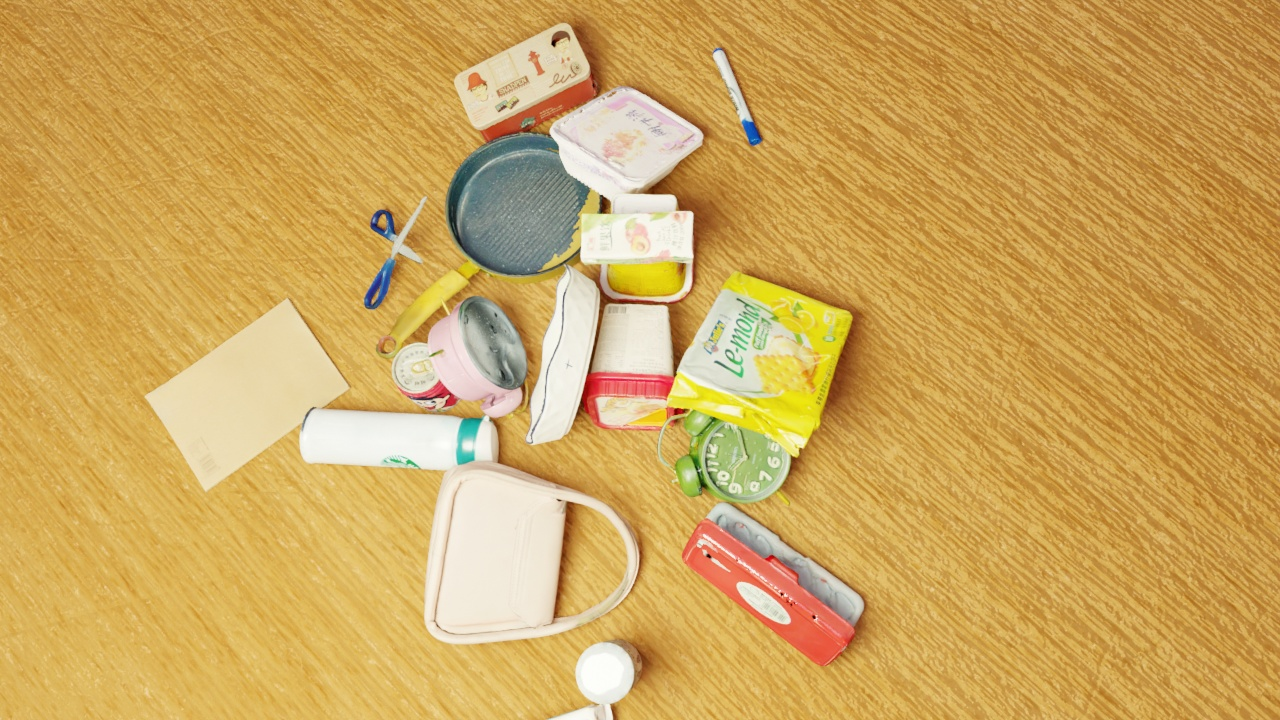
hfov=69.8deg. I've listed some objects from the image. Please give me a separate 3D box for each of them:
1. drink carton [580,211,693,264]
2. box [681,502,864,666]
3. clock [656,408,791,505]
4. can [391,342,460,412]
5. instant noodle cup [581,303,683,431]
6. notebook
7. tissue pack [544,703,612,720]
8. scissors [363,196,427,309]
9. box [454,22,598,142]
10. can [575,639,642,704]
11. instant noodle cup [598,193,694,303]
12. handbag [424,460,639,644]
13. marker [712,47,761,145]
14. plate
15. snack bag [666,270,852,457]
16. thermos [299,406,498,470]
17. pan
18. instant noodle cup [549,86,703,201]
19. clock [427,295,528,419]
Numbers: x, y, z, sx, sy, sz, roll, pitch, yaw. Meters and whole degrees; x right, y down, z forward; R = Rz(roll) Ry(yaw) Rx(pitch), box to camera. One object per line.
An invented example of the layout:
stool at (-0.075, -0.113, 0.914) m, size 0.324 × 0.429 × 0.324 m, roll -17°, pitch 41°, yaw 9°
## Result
drink carton at (-0.003, -0.133, 1.004) m, size 0.122 × 0.045 × 0.053 m, roll -1°, pitch 85°, yaw 4°
box at (0.150, 0.237, 1.017) m, size 0.201 × 0.095 × 0.097 m, roll 35°, pitch 48°, yaw 13°
clock at (0.098, 0.104, 1.036) m, size 0.161 × 0.056 × 0.116 m, roll 11°, pitch 92°, yaw -3°
can at (-0.250, 0.020, 1.082) m, size 0.066 × 0.094 × 0.066 m, roll -1°, pitch 74°, yaw 3°
instant noodle cup at (-0.006, 0.006, 1.068) m, size 0.117 × 0.116 × 0.124 m, roll 2°, pitch 63°, yaw 4°
notebook at (-0.486, 0.040, 1.135) m, size 0.211 × 0.012 × 0.149 m, roll -37°, pitch 76°, yaw -6°
tissue pack at (-0.089, 0.427, 0.976) m, size 0.140 × 0.063 × 0.090 m, roll -16°, pitch 73°, yaw -2°
scissors at (-0.305, -0.140, 1.131) m, size 0.174 × 0.012 × 0.162 m, roll -54°, pitch 45°, yaw 25°
box at (-0.146, -0.356, 1.197) m, size 0.168 × 0.077 × 0.091 m, roll -25°, pitch 75°, yaw 3°
can at (-0.030, 0.322, 0.957) m, size 0.058 × 0.147 × 0.058 m, roll -1°, pitch 74°, yaw 3°
instant noodle cup at (0.006, -0.138, 1.094) m, size 0.116 × 0.124 × 0.116 m, roll 3°, pitch 75°, yaw 5°
handbag at (-0.115, 0.218, 1.017) m, size 0.234 × 0.093 × 0.193 m, roll 7°, pitch 93°, yaw -8°
marker at (0.125, -0.346, 1.200) m, size 0.017 × 0.017 × 0.145 m, roll -19°, pitch 74°, yaw -2°
plate at (-0.087, -0.003, 1.028) m, size 0.045 × 0.205 × 0.204 m, roll 12°, pitch 75°, yaw -10°
snack bag at (0.139, 0.001, 1.027) m, size 0.158 × 0.068 × 0.245 m, roll 21°, pitch 40°, yaw 10°
thermos at (-0.278, 0.097, 1.077) m, size 0.224 × 0.073 × 0.073 m, roll 3°, pitch 75°, yaw 4°
pan at (-0.194, -0.135, 1.130) m, size 0.198 × 0.078 × 0.357 m, roll 35°, pitch 79°, yaw 12°
instant noodle cup at (-0.020, -0.261, 1.133) m, size 0.138 × 0.060 × 0.173 m, roll 35°, pitch 45°, yaw 12°
clock at (-0.177, 0.001, 1.060) m, size 0.060 × 0.158 × 0.117 m, roll -26°, pitch 41°, yaw 24°
